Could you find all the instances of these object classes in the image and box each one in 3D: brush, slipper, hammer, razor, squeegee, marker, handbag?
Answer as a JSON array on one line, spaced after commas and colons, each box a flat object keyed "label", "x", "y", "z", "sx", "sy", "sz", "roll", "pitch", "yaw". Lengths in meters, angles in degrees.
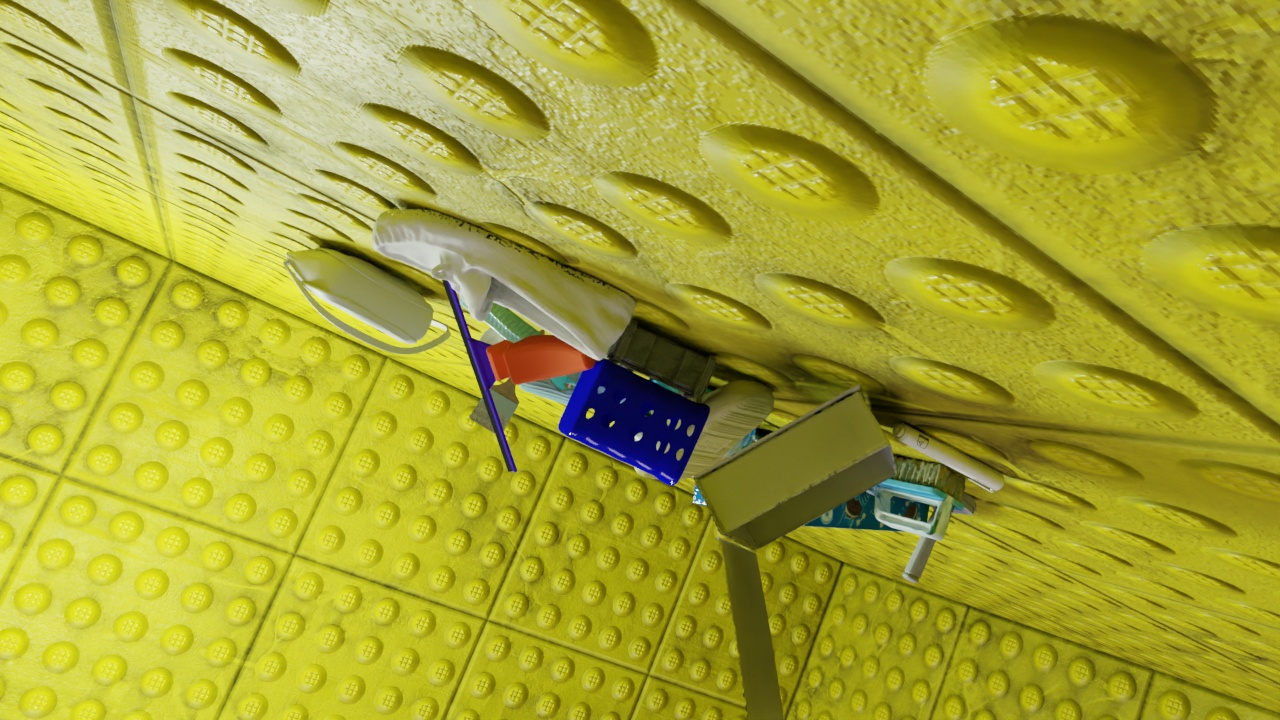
[{"label": "brush", "x": -0.157, "y": 0.023, "z": 1.146, "sx": 0.045, "sy": 0.143, "sz": 0.008, "roll": 33, "pitch": 169, "yaw": -7}, {"label": "slipper", "x": -0.106, "y": 0.005, "z": 1.025, "sx": 0.276, "sy": 0.069, "sz": 0.116, "roll": 33, "pitch": 179, "yaw": 18}, {"label": "slipper", "x": 0.059, "y": 0.062, "z": 0.980, "sx": 0.091, "sy": 0.081, "sz": 0.191, "roll": 8, "pitch": 143, "yaw": -39}, {"label": "brush", "x": 0.283, "y": 0.145, "z": 1.007, "sx": 0.055, "sy": 0.075, "sz": 0.136, "roll": 29, "pitch": 168, "yaw": -31}, {"label": "hammer", "x": -0.006, "y": 0.006, "z": 1.031, "sx": 0.098, "sy": 0.044, "sz": 0.322, "roll": 24, "pitch": 173, "yaw": -9}, {"label": "razor", "x": 0.345, "y": 0.210, "z": 1.096, "sx": 0.047, "sy": 0.116, "sz": 0.088, "roll": 28, "pitch": 171, "yaw": -2}, {"label": "squeegee", "x": -0.107, "y": -0.002, "z": 0.912, "sx": 0.055, "sy": 0.250, "sz": 0.185, "roll": -28, "pitch": -162, "yaw": -39}, {"label": "marker", "x": 0.288, "y": 0.092, "z": 0.862, "sx": 0.133, "sy": 0.020, "sz": 0.017, "roll": 26, "pitch": 180, "yaw": -20}, {"label": "handbag", "x": -0.389, "y": -0.085, "z": 1.269, "sx": 0.215, "sy": 0.095, "sz": 0.223, "roll": 33, "pitch": 172, "yaw": -37}, {"label": "slipper", "x": -0.129, "y": -0.070, "z": 0.823, "sx": 0.247, "sy": 0.074, "sz": 0.112, "roll": 24, "pitch": 155, "yaw": 5}]

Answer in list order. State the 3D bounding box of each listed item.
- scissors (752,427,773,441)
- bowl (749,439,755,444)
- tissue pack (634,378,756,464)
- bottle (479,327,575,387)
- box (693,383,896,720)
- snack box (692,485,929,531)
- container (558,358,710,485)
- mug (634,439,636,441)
[{"label": "scissors", "x": 0.217, "y": 0.118, "z": 1.136, "sx": 0.209, "sy": 0.015, "sz": 0.154, "roll": 10, "pitch": -167, "yaw": -8}, {"label": "bowl", "x": 0.123, "y": 0.117, "z": 1.281, "sx": 0.105, "sy": 0.054, "sz": 0.105, "roll": 16, "pitch": 169, "yaw": 3}, {"label": "tissue pack", "x": 0.063, "y": 0.075, "z": 1.081, "sx": 0.144, "sy": 0.092, "sz": 0.061, "roll": 21, "pitch": 173, "yaw": 13}, {"label": "bottle", "x": -0.154, "y": 0.011, "z": 1.325, "sx": 0.062, "sy": 0.062, "sz": 0.176, "roll": 14, "pitch": 167, "yaw": 44}, {"label": "box", "x": 0.070, "y": 0.254, "z": 0.810, "sx": 0.149, "sy": 0.506, "sz": 0.167, "roll": 24, "pitch": 173, "yaw": 23}, {"label": "snack box", "x": 0.219, "y": 0.175, "z": 1.170, "sx": 0.238, "sy": 0.056, "sz": 0.196, "roll": 11, "pitch": 174, "yaw": -38}, {"label": "container", "x": -0.009, "y": 0.057, "z": 0.885, "sx": 0.113, "sy": 0.084, "sz": 0.085, "roll": 26, "pitch": 174, "yaw": -13}, {"label": "mug", "x": 0.029, "y": 0.093, "z": 1.266, "sx": 0.091, "sy": 0.090, "sz": 0.121, "roll": 25, "pitch": 171, "yaw": -10}]
